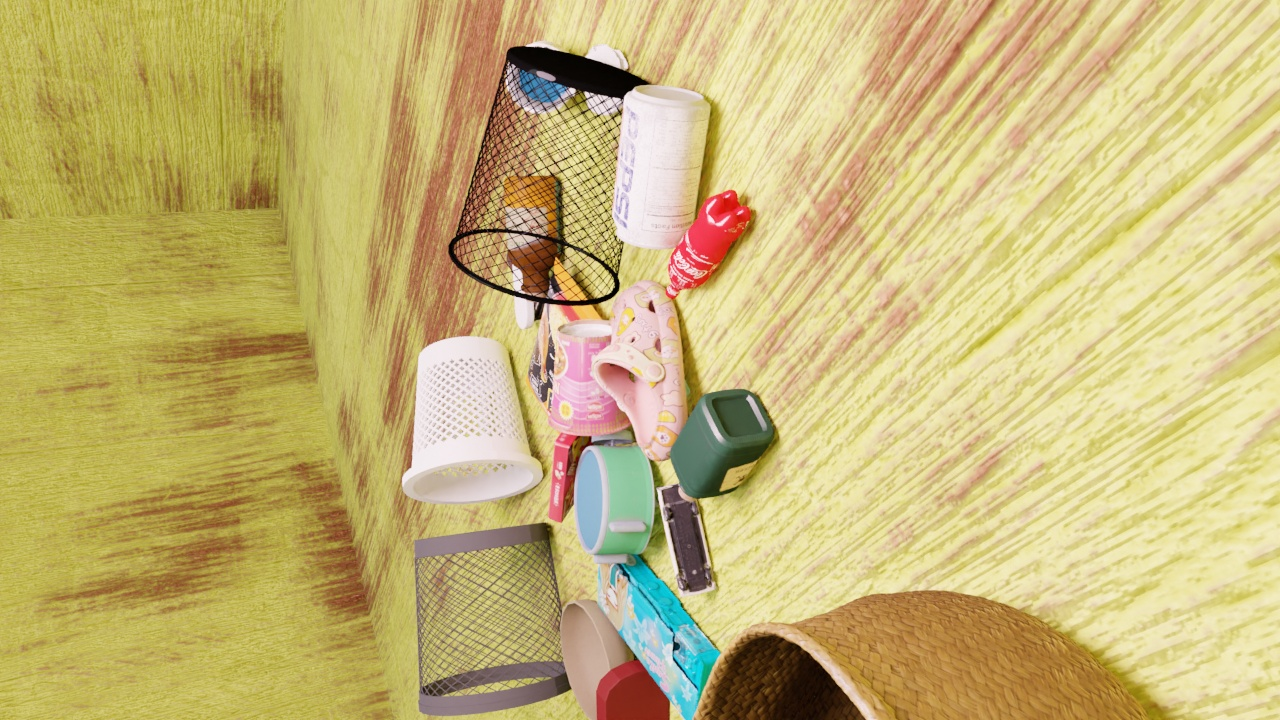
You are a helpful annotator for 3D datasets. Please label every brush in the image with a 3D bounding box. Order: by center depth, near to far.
[{"bbox_3d":[-0.012,0.427,1.060,0.042,0.082,0.173,23,117,59],"label":"brush"}]

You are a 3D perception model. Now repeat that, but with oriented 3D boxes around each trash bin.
[{"bbox_3d":[-0.083,-0.190,0.927,0.184,0.183,0.210,48,130,47],"label":"trash bin"},{"bbox_3d":[-0.212,0.355,1.294,0.218,0.217,0.227,-24,71,62],"label":"trash bin"},{"bbox_3d":[-0.250,0.084,1.337,0.196,0.195,0.199,130,136,-55],"label":"trash bin"}]

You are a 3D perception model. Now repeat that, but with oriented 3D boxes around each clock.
[{"bbox_3d":[-0.030,0.140,1.040,0.122,0.075,0.161,114,151,-47],"label":"clock"}]

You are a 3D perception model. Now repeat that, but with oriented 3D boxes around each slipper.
[{"bbox_3d":[-0.005,0.005,0.918,0.093,0.081,0.197,127,140,-51],"label":"slipper"}]

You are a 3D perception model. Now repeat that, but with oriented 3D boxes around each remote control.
[{"bbox_3d":[-0.157,-0.110,1.224,0.043,0.013,0.136,16,110,60],"label":"remote control"}]

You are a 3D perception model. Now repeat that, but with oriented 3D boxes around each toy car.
[{"bbox_3d":[0.046,0.182,0.939,0.039,0.039,0.113,122,136,-80],"label":"toy car"}]

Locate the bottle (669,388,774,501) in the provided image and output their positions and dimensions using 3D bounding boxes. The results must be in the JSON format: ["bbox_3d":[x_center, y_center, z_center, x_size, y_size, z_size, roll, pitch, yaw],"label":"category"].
[{"bbox_3d":[0.066,0.088,0.844,0.061,0.061,0.132,66,149,31],"label":"bottle"}]

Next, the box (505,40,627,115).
[{"bbox_3d":[-0.077,-0.313,1.014,0.140,0.141,0.083,-89,5,-70],"label":"box"}]

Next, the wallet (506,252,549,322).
[{"bbox_3d":[-0.153,-0.118,1.252,0.123,0.019,0.072,65,148,29],"label":"wallet"}]

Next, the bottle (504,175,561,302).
[{"bbox_3d":[-0.135,-0.153,1.157,0.068,0.067,0.157,21,116,59],"label":"bottle"}]

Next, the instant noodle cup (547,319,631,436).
[{"bbox_3d":[-0.056,0.015,1.014,0.098,0.097,0.109,30,125,57],"label":"instant noodle cup"}]

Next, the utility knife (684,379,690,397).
[{"bbox_3d":[0.022,0.055,0.969,0.022,0.015,0.126,53,145,15],"label":"utility knife"}]

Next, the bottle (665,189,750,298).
[{"bbox_3d":[0.055,-0.100,0.838,0.142,0.041,0.042,-54,50,53],"label":"bottle"}]

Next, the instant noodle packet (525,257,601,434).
[{"bbox_3d":[-0.089,0.007,1.146,0.160,0.032,0.221,54,142,31],"label":"instant noodle packet"}]

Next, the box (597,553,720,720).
[{"bbox_3d":[0.014,0.297,1.021,0.227,0.041,0.094,39,131,53],"label":"box"}]

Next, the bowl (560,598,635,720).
[{"bbox_3d":[-0.047,0.370,1.146,0.152,0.050,0.152,25,119,58],"label":"bowl"}]

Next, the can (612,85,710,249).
[{"bbox_3d":[0.017,-0.178,0.849,0.078,0.078,0.136,45,135,50],"label":"can"}]

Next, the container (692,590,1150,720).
[{"bbox_3d":[0.177,0.299,0.547,0.307,0.196,0.307,23,116,61],"label":"container"}]

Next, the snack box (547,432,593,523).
[{"bbox_3d":[-0.080,0.120,1.101,0.021,0.089,0.133,19,131,13],"label":"snack box"}]
